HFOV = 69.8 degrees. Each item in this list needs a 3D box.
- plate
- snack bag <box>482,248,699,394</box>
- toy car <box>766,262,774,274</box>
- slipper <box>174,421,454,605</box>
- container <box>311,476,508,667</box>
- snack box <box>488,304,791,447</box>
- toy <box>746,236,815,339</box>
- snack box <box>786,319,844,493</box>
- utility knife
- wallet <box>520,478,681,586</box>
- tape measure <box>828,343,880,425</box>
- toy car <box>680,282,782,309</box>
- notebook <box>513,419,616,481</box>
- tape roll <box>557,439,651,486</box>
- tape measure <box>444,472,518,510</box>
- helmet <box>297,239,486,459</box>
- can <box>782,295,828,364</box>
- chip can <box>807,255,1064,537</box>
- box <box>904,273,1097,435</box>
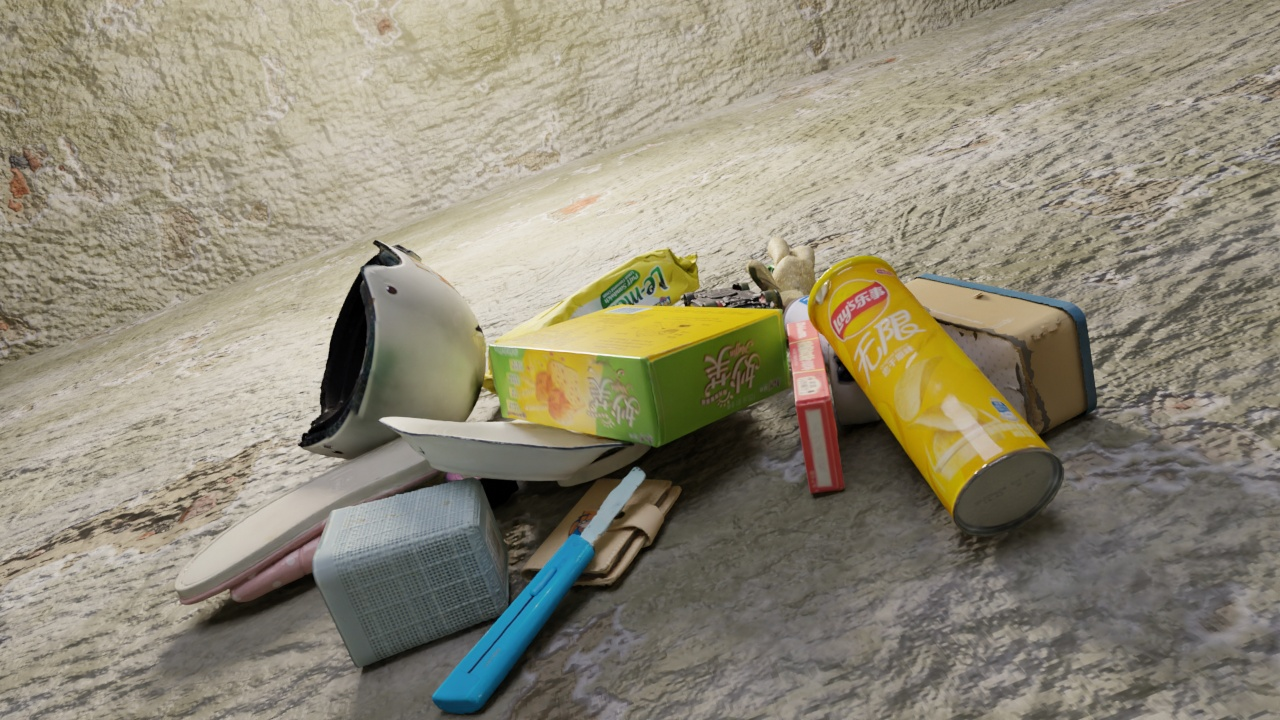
[{"bbox_3d":[-0.105,0.069,0.710,0.163,0.034,0.165,6,-1,-37],"label":"plate"},{"bbox_3d":[-0.062,-0.043,1.014,0.245,0.068,0.158,-33,6,-29],"label":"snack bag"},{"bbox_3d":[0.167,-0.098,1.055,0.043,0.036,0.091,-23,17,-6],"label":"toy car"},{"bbox_3d":[-0.272,0.140,0.812,0.274,0.054,0.114,-30,22,-16],"label":"slipper"},{"bbox_3d":[-0.156,0.145,0.651,0.111,0.090,0.090,-17,21,-1],"label":"container"},{"bbox_3d":[-0.005,0.004,0.764,0.157,0.070,0.210,-20,17,-39],"label":"snack box"},{"bbox_3d":[0.155,-0.079,0.950,0.105,0.066,0.156,21,38,-8],"label":"toy"},{"bbox_3d":[0.131,0.030,0.696,0.025,0.075,0.152,-9,22,10],"label":"snack box"},{"bbox_3d":[-0.056,0.144,0.614,0.034,0.018,0.217,0,36,41],"label":"utility knife"},{"bbox_3d":[-0.025,0.123,0.677,0.087,0.024,0.114,-5,24,32],"label":"wallet"},{"bbox_3d":[0.166,0.016,0.714,0.034,0.066,0.065,-10,37,18],"label":"tape measure"},{"bbox_3d":[0.085,-0.047,0.873,0.071,0.041,0.156,-11,13,-8],"label":"toy car"},{"bbox_3d":[-0.031,0.045,0.848,0.206,0.010,0.146,-24,18,-13],"label":"notebook"},{"bbox_3d":[-0.032,0.082,0.773,0.086,0.014,0.085,-23,6,2],"label":"tape roll"},{"bbox_3d":[-0.139,0.109,0.795,0.057,0.039,0.058,-29,27,-25],"label":"tape measure"},{"bbox_3d":[-0.246,0.004,0.963,0.156,0.230,0.274,20,2,-19],"label":"helmet"},{"bbox_3d":[0.177,-0.022,0.821,0.053,0.053,0.134,-23,21,-10],"label":"can"},{"bbox_3d":[0.184,0.014,0.602,0.072,0.072,0.213,-21,41,-3],"label":"chip can"},{"bbox_3d":[0.246,-0.006,0.671,0.062,0.090,0.184,-25,23,-18],"label":"box"}]
